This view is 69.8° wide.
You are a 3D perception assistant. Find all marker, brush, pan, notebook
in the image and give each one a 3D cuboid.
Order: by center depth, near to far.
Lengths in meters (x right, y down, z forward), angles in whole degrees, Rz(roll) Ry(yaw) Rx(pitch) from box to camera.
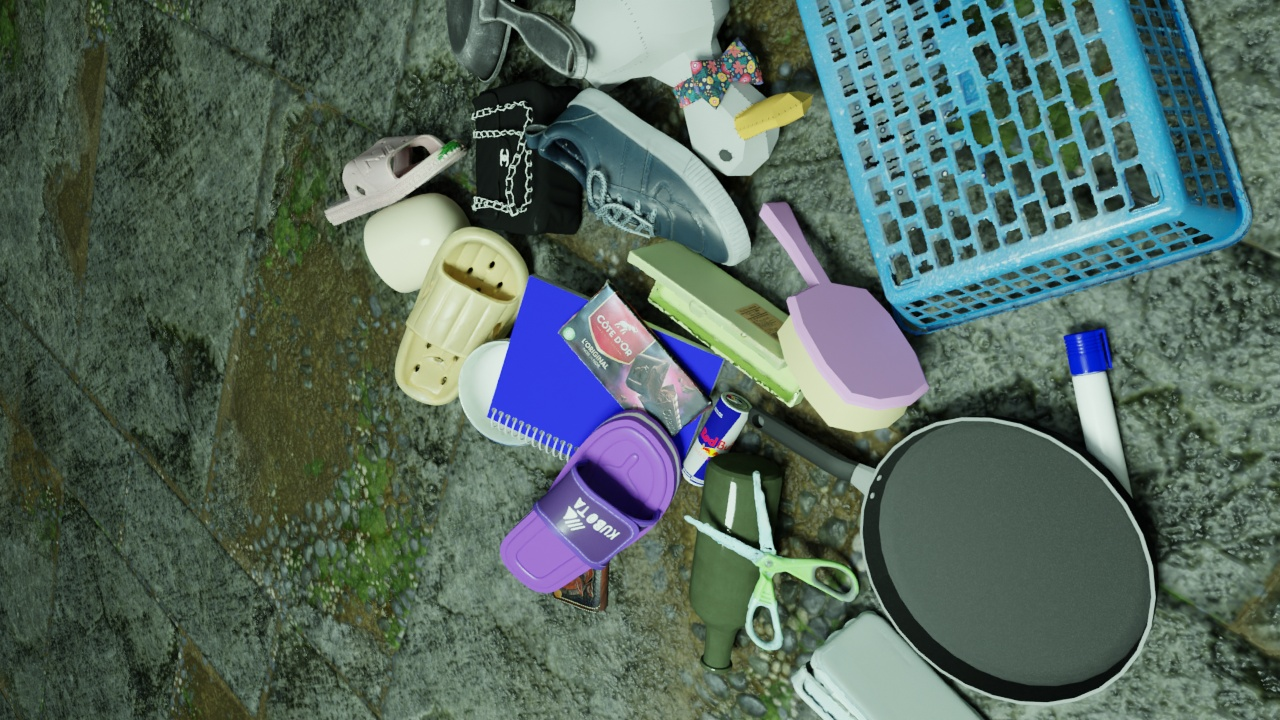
[{"bbox_3d":[0.338,0.045,0.672,0.027,0.023,0.133,-12,89,20],"label":"marker"},{"bbox_3d":[0.231,0.123,0.749,0.356,0.034,0.226,32,121,35],"label":"pan"},{"bbox_3d":[0.150,-0.042,0.759,0.043,0.089,0.228,108,148,-47],"label":"brush"},{"bbox_3d":[-0.128,-0.335,0.875,0.356,0.055,0.188,-122,38,-49],"label":"pan"},{"bbox_3d":[-0.041,0.032,0.918,0.209,0.022,0.172,24,110,11],"label":"notebook"}]

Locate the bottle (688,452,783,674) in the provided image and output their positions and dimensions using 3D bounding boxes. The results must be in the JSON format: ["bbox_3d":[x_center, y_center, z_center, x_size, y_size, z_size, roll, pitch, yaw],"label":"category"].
[{"bbox_3d":[0.084,0.193,0.858,0.071,0.071,0.207,16,106,35],"label":"bottle"}]

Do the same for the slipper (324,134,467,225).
[{"bbox_3d":[-0.303,-0.220,1.074,0.240,0.094,0.064,-12,117,41],"label":"slipper"}]

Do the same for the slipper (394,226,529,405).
[{"bbox_3d":[-0.208,-0.028,1.023,0.111,0.079,0.262,25,128,-15],"label":"slipper"}]

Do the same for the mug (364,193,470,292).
[{"bbox_3d":[-0.244,-0.147,1.049,0.100,0.096,0.120,-19,47,19],"label":"mug"}]

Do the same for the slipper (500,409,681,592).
[{"bbox_3d":[-0.064,0.166,0.912,0.107,0.083,0.267,44,125,-1],"label":"slipper"}]

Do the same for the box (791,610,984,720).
[{"bbox_3d":[0.218,0.322,0.759,0.215,0.122,0.083,47,144,28],"label":"box"}]

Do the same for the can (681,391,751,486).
[{"bbox_3d":[0.071,0.076,0.874,0.032,0.032,0.095,40,118,26],"label":"can"}]

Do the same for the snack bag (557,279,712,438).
[{"bbox_3d":[-0.005,0.005,0.880,0.075,0.018,0.155,-43,86,22],"label":"snack bag"}]

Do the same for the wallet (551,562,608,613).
[{"bbox_3d":[-0.065,0.209,1.007,0.072,0.019,0.123,9,102,36],"label":"wallet"}]

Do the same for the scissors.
[{"bbox_3d":[0.110,0.184,0.811,0.171,0.024,0.160,26,108,-3],"label":"scissors"}]

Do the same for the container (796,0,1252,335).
[{"bbox_3d":[0.243,-0.217,0.665,0.258,0.089,0.362,-19,85,37],"label":"container"}]

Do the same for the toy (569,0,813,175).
[{"bbox_3d":[0.023,-0.283,0.803,0.247,0.140,0.268,5,125,54],"label":"toy"}]

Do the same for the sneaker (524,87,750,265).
[{"bbox_3d":[-0.004,-0.156,0.837,0.235,0.089,0.087,41,75,18],"label":"sneaker"}]

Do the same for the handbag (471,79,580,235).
[{"bbox_3d":[-0.135,-0.205,0.942,0.125,0.114,0.154,9,106,39],"label":"handbag"}]

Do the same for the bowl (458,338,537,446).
[{"bbox_3d":[-0.131,0.028,0.995,0.118,0.062,0.118,6,107,18],"label":"bowl"}]

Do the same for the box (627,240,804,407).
[{"bbox_3d":[0.073,-0.032,0.838,0.188,0.091,0.084,40,135,30],"label":"box"}]
